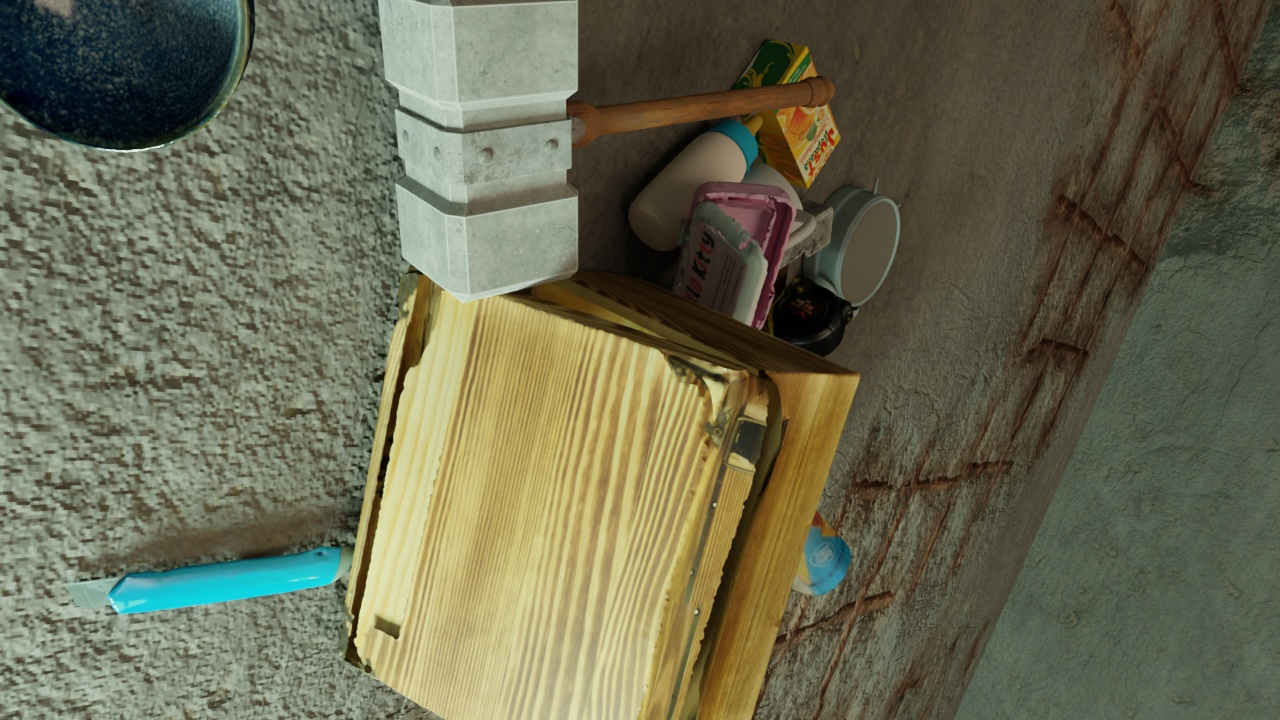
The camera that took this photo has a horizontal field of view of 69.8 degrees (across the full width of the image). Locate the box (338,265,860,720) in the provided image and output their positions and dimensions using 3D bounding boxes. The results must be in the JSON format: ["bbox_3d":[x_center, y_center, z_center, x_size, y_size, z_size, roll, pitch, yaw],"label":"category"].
[{"bbox_3d":[-0.033,0.102,0.585,0.215,0.257,0.279,3,107,-44],"label":"box"}]

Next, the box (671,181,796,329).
[{"bbox_3d":[0.058,-0.029,0.690,0.088,0.095,0.202,4,137,-8],"label":"box"}]

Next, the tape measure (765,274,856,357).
[{"bbox_3d":[0.151,-0.036,0.834,0.072,0.071,0.042,-43,145,-16],"label":"tape measure"}]

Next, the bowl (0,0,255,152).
[{"bbox_3d":[-0.207,-0.147,0.367,0.114,0.060,0.114,-2,117,-4],"label":"bowl"}]

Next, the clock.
[{"bbox_3d":[0.216,-0.106,0.958,0.122,0.045,0.159,22,92,-54],"label":"clock"}]

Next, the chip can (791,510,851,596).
[{"bbox_3d":[0.098,0.123,0.836,0.229,0.080,0.079,47,70,-20],"label":"chip can"}]

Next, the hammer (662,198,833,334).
[{"bbox_3d":[0.101,0.014,0.894,0.217,0.037,0.301,-33,135,-36],"label":"hammer"}]

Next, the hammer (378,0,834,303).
[{"bbox_3d":[0.008,-0.154,0.573,0.316,0.083,0.163,-17,123,-32],"label":"hammer"}]

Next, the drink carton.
[{"bbox_3d":[0.127,-0.206,0.784,0.058,0.041,0.122,-57,145,-10],"label":"drink carton"}]

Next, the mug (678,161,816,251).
[{"bbox_3d":[0.088,-0.104,0.744,0.089,0.107,0.071,-40,125,-17],"label":"mug"}]

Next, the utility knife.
[{"bbox_3d":[-0.245,0.129,0.544,0.173,0.015,0.031,7,103,-53],"label":"utility knife"}]

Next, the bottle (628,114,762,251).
[{"bbox_3d":[0.051,-0.147,0.716,0.146,0.051,0.051,-48,142,-22],"label":"bottle"}]
